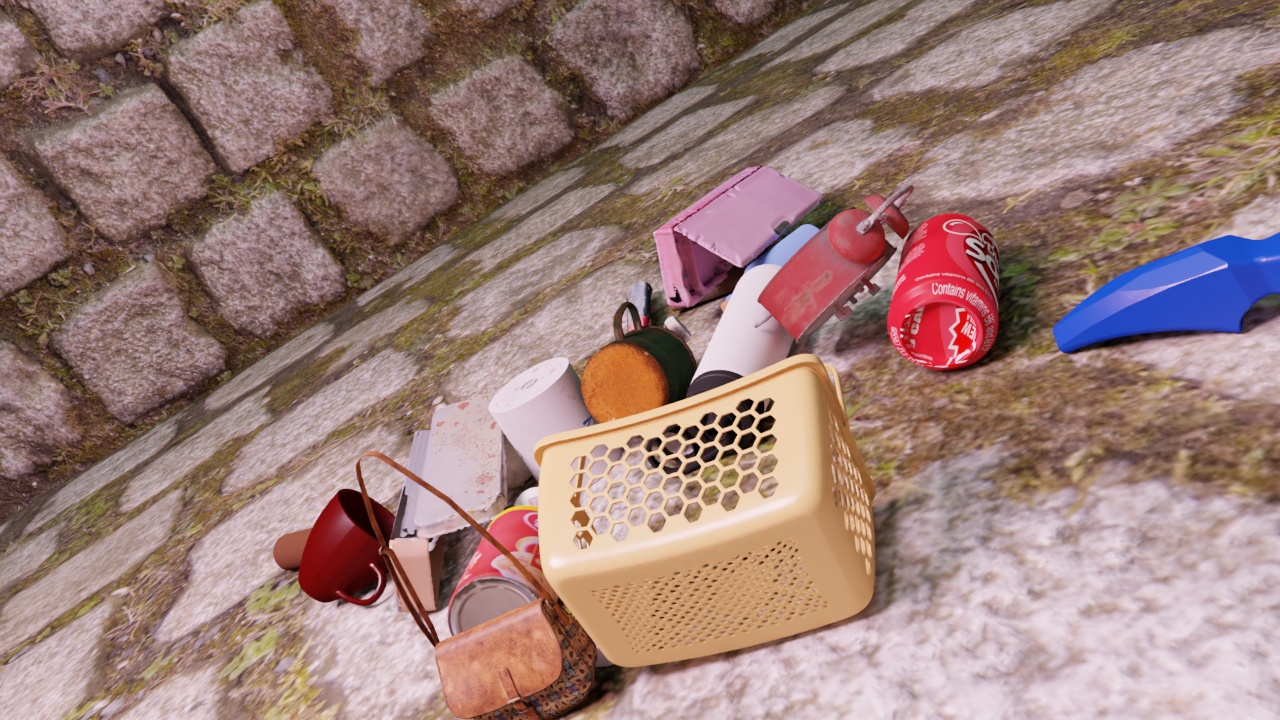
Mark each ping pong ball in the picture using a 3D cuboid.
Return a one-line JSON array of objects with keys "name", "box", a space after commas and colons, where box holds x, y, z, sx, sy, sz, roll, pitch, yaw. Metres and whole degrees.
[{"name": "ping pong ball", "box": [-0.086, 0.126, 0.768, 0.040, 0.040, 0.040, -27, 20, 10]}]

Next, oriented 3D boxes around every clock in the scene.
[{"name": "clock", "box": [0.165, -0.076, 0.734, 0.109, 0.062, 0.157, -31, -15, -47]}]

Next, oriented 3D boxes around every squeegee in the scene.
[{"name": "squeegee", "box": [0.337, -0.043, 0.545, 0.185, 0.055, 0.248, -27, 17, 45]}]

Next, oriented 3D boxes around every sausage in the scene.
[{"name": "sausage", "box": [-0.330, 0.193, 0.969, 0.156, 0.040, 0.040, -18, 23, 33]}]

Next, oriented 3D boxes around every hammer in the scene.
[{"name": "hammer", "box": [-0.009, -0.032, 1.024, 0.141, 0.036, 0.325, -42, 13, 12]}]

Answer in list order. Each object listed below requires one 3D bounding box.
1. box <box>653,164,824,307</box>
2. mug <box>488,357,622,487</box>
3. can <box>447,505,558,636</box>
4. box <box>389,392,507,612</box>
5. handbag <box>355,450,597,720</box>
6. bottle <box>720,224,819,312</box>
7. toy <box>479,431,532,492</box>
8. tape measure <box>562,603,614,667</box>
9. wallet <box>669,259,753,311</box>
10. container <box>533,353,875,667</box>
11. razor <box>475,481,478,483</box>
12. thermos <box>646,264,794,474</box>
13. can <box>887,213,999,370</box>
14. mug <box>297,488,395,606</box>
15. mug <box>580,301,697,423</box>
[{"name": "box", "box": [0.118, -0.142, 1.005, 0.107, 0.099, 0.231, 5, 28, 32]}, {"name": "mug", "box": [-0.076, 0.053, 0.846, 0.083, 0.096, 0.119, -27, 20, 11]}, {"name": "can", "box": [-0.088, 0.153, 0.637, 0.067, 0.067, 0.124, -28, 10, 9]}, {"name": "box", "box": [-0.165, 0.119, 0.827, 0.095, 0.115, 0.217, 1, 23, -8]}, {"name": "handbag", "box": [-0.107, 0.136, 0.542, 0.094, 0.196, 0.043, -27, 14, 18]}, {"name": "bottle", "box": [0.137, -0.088, 0.951, 0.131, 0.048, 0.048, -37, 20, -16]}, {"name": "toy", "box": [-0.126, 0.090, 0.895, 0.112, 0.050, 0.087, -51, 22, -3]}, {"name": "tape measure", "box": [-0.029, 0.173, 0.606, 0.065, 0.017, 0.064, -17, 24, 34]}, {"name": "wallet", "box": [0.087, -0.102, 1.096, 0.099, 0.027, 0.120, -18, 21, 21]}, {"name": "container", "box": [0.041, 0.078, 0.555, 0.184, 0.129, 0.166, -19, 33, 17]}, {"name": "razor", "box": [-0.139, 0.097, 0.952, 0.140, 0.018, 0.044, -43, 23, -31]}, {"name": "thermos", "box": [0.080, 0.003, 0.799, 0.101, 0.068, 0.229, -33, 16, 35]}, {"name": "can", "box": [0.231, -0.055, 0.694, 0.075, 0.074, 0.142, -19, 23, 30]}, {"name": "mug", "box": [-0.270, 0.189, 0.853, 0.088, 0.087, 0.114, -49, 48, 2]}, {"name": "mug", "box": [-0.005, 0.004, 0.810, 0.085, 0.111, 0.081, -11, 8, 23]}]
